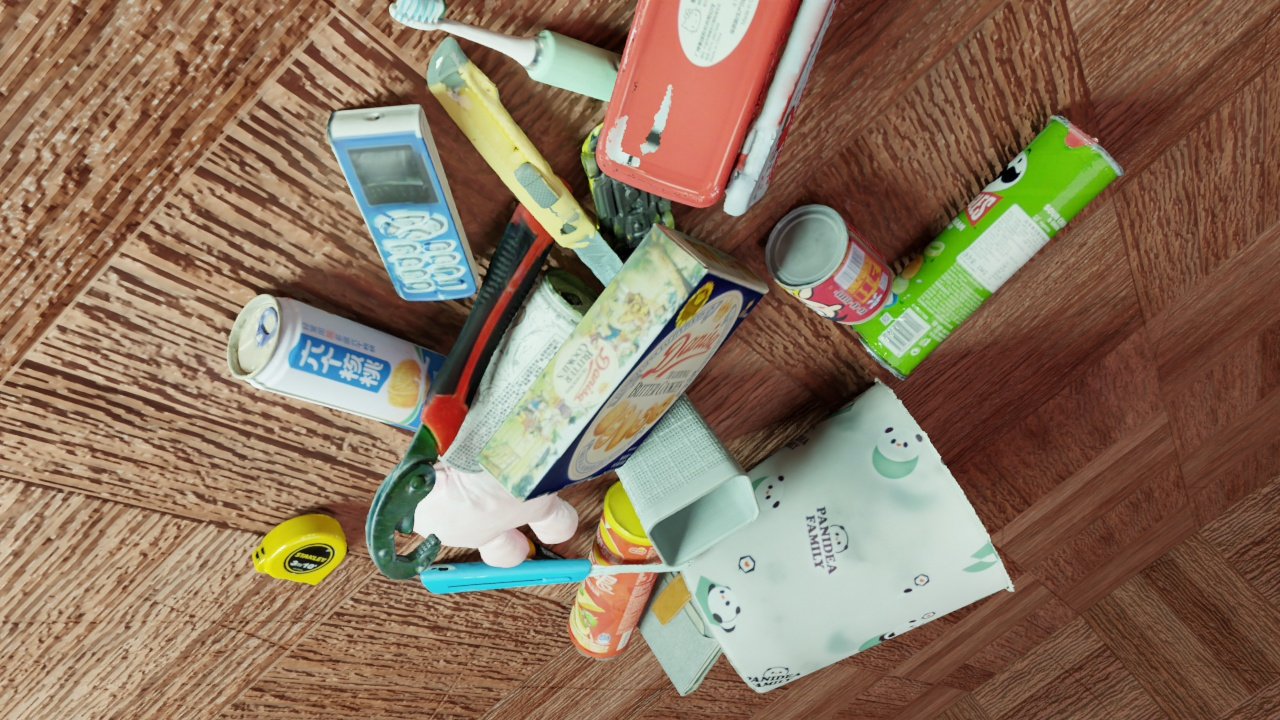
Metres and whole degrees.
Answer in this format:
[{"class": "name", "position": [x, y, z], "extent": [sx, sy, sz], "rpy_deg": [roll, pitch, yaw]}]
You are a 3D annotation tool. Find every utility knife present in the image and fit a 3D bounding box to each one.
[{"class": "utility knife", "position": [-0.070, 0.183, 0.797], "extent": [0.234, 0.018, 0.034], "rpy_deg": [-2, 138, -5]}, {"class": "utility knife", "position": [-0.056, -0.100, 0.525], "extent": [0.031, 0.021, 0.201], "rpy_deg": [-24, 140, 17]}]

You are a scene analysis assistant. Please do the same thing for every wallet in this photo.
[{"class": "wallet", "position": [0.029, 0.257, 0.928], "extent": [0.036, 0.129, 0.107], "rpy_deg": [-8, 137, -37]}]

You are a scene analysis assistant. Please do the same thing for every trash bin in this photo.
[{"class": "trash bin", "position": [0.182, 0.178, 0.886], "extent": [0.252, 0.229, 0.229], "rpy_deg": [-32, 145, 8]}]

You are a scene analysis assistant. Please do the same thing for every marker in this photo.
[{"class": "marker", "position": [-0.094, 0.174, 0.834], "extent": [0.015, 0.018, 0.124], "rpy_deg": [-33, 146, 9]}]

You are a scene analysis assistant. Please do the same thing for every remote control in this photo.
[{"class": "remote control", "position": [-0.125, -0.082, 0.500], "extent": [0.049, 0.024, 0.125], "rpy_deg": [-3, 141, 5]}]

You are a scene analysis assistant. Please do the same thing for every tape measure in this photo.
[{"class": "tape measure", "position": [-0.244, 0.134, 0.667], "extent": [0.057, 0.029, 0.060], "rpy_deg": [-42, 143, 13]}]

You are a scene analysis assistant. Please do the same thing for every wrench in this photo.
[{"class": "wrench", "position": [-0.107, 0.013, 0.563], "extent": [0.056, 0.016, 0.273], "rpy_deg": [15, 101, -46]}]

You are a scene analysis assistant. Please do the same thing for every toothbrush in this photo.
[{"class": "toothbrush", "position": [-0.029, -0.157, 0.493], "extent": [0.224, 0.026, 0.027], "rpy_deg": [4, 152, -39]}]

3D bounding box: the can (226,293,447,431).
[{"class": "can", "position": [-0.172, 0.005, 0.549], "extent": [0.053, 0.053, 0.134], "rpy_deg": [-45, 142, 16]}]

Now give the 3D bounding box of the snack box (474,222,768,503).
[{"class": "snack box", "position": [-0.004, 0.004, 0.606], "extent": [0.183, 0.046, 0.177], "rpy_deg": [-51, 166, 13]}]

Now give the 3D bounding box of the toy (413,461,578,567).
[{"class": "toy", "position": [-0.112, 0.115, 0.721], "extent": [0.121, 0.054, 0.159], "rpy_deg": [-25, 142, 1]}]

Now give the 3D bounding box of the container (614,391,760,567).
[{"class": "container", "position": [0.027, 0.090, 0.748], "extent": [0.090, 0.111, 0.090], "rpy_deg": [-30, 145, -4]}]

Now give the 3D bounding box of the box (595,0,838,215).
[{"class": "box", "position": [0.056, -0.184, 0.490], "extent": [0.110, 0.100, 0.202], "rpy_deg": [20, 112, -1]}]

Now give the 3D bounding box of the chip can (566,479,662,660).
[{"class": "chip can", "position": [-0.019, 0.205, 0.881], "extent": [0.073, 0.073, 0.217], "rpy_deg": [-11, 139, -27]}]

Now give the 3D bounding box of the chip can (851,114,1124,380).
[{"class": "chip can", "position": [0.280, -0.090, 0.762], "extent": [0.072, 0.072, 0.236], "rpy_deg": [19, 120, -47]}]

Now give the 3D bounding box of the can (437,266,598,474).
[{"class": "can", "position": [-0.085, 0.009, 0.615], "extent": [0.058, 0.058, 0.147], "rpy_deg": [19, 120, -47]}]

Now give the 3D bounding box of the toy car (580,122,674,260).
[{"class": "toy car", "position": [-0.009, -0.107, 0.559], "extent": [0.048, 0.032, 0.105], "rpy_deg": [-20, 142, -7]}]

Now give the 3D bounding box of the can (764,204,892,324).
[{"class": "can", "position": [0.144, -0.069, 0.689], "extent": [0.067, 0.066, 0.093], "rpy_deg": [-45, 143, 16]}]
